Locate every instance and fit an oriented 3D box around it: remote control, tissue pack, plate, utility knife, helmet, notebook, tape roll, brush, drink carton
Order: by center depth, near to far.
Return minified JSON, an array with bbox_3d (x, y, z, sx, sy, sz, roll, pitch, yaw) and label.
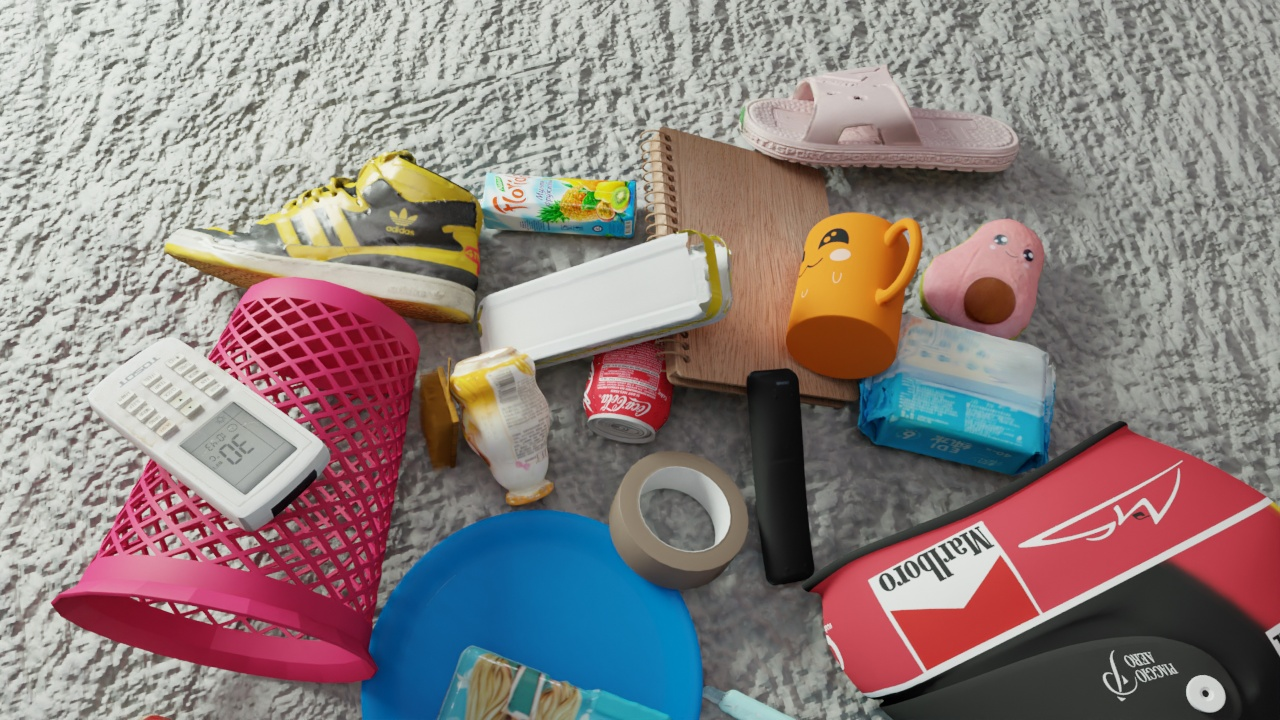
[{"bbox_3d":[-0.240,0.039,0.511,0.138,0.025,0.060,30,56,18],"label":"remote control"},{"bbox_3d":[0.269,0.176,0.549,0.271,0.198,0.224,-26,69,-4],"label":"helmet"},{"bbox_3d":[0.095,0.246,0.613,0.120,0.015,0.022,25,100,10],"label":"utility knife"},{"bbox_3d":[-0.071,0.213,0.615,0.224,0.024,0.224,1,67,-1],"label":"plate"},{"bbox_3d":[-0.139,0.033,0.633,0.017,0.127,0.048,-13,65,-20],"label":"brush"},{"bbox_3d":[0.027,0.111,0.642,0.093,0.030,0.093,10,50,-12],"label":"tape roll"},{"bbox_3d":[0.101,0.082,0.650,0.041,0.020,0.152,-5,90,-26],"label":"remote control"},{"bbox_3d":[0.233,0.026,0.684,0.144,0.062,0.092,14,65,3],"label":"tissue pack"},{"bbox_3d":[0.081,-0.073,0.707,0.169,0.022,0.210,9,64,-26],"label":"notebook"},{"bbox_3d":[-0.067,-0.128,0.753,0.129,0.039,0.044,3,67,0],"label":"drink carton"}]

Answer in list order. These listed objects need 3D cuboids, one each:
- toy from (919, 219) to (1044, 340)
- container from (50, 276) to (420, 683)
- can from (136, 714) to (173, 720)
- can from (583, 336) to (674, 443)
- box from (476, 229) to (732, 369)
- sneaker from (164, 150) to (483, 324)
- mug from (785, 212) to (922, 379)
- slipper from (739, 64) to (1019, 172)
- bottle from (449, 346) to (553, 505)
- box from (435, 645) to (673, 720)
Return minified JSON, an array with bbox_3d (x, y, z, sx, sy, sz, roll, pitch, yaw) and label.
[{"bbox_3d":[0.276,-0.067,0.729,0.090,0.051,0.109,32,69,10],"label":"toy"},{"bbox_3d":[-0.234,0.073,0.601,0.183,0.183,0.225,8,59,2],"label":"container"},{"bbox_3d":[-0.245,0.273,0.562,0.170,0.067,0.067,15,67,5],"label":"can"},{"bbox_3d":[-0.004,0.004,0.685,0.064,0.064,0.104,11,67,3],"label":"can"},{"bbox_3d":[-0.029,-0.037,0.659,0.210,0.044,0.065,-14,78,33],"label":"box"},{"bbox_3d":[-0.235,-0.107,0.706,0.238,0.086,0.122,11,79,-1],"label":"sneaker"},{"bbox_3d":[0.161,-0.054,0.658,0.077,0.113,0.095,28,57,-17],"label":"mug"},{"bbox_3d":[0.202,-0.207,0.765,0.239,0.065,0.094,4,39,-5],"label":"slipper"},{"bbox_3d":[-0.094,0.047,0.654,0.063,0.063,0.109,-18,99,-9],"label":"bottle"},{"bbox_3d":[-0.034,0.294,0.550,0.227,0.039,0.181,20,80,0],"label":"box"}]
